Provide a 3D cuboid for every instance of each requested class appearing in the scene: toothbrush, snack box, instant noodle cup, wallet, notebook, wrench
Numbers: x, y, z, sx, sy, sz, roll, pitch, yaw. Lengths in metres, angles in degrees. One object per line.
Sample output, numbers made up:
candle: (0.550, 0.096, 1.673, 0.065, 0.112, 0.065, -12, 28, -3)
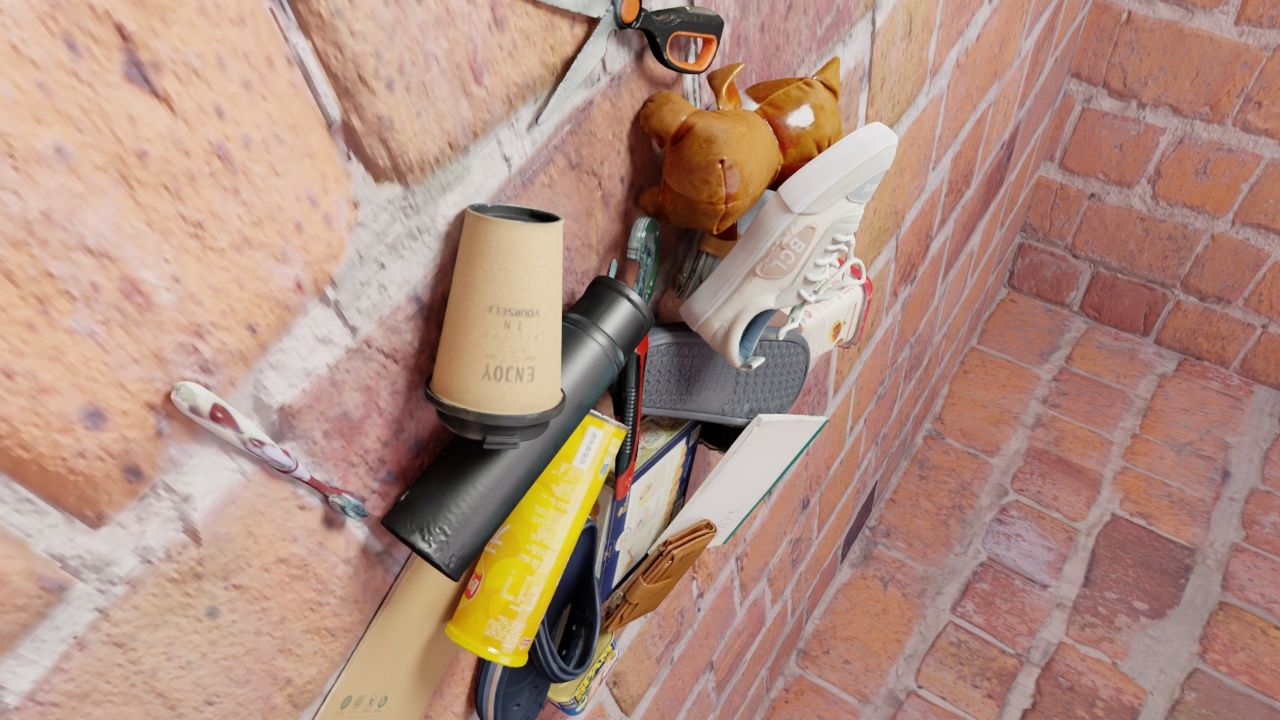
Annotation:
toothbrush: (-0.020, 0.012, 0.798, 0.014, 0.018, 0.189, -37, 140, -33)
toothbrush: (-0.201, 0.057, 0.516, 0.016, 0.017, 0.188, -57, 156, -18)
snack box: (-0.007, 0.151, 0.973, 0.182, 0.046, 0.178, -35, 144, -48)
instant noodle cup: (0.117, 0.034, 1.049, 0.111, 0.111, 0.121, -28, 130, -53)
wallet: (0.020, 0.231, 0.984, 0.132, 0.031, 0.107, -55, 157, 21)
notebook: (0.112, 0.140, 1.022, 0.150, 0.012, 0.209, 6, 126, -51)
wrench: (-0.005, 0.005, 0.792, 0.056, 0.016, 0.274, -49, 149, -56)
notebook: (-0.182, 0.229, 0.740, 0.207, 0.008, 0.148, -60, 156, -9)
instant noodle cup: (0.203, -0.059, 1.124, 0.124, 0.116, 0.117, -31, 142, -31)
wallet: (0.083, -0.109, 0.865, 0.106, 0.037, 0.130, 3, 111, -66)

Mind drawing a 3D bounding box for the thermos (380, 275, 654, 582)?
thermos: (-0.081, 0.049, 0.679, 0.242, 0.068, 0.090, -51, 164, -21)

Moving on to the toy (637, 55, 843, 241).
toy: (0.088, -0.177, 0.756, 0.199, 0.130, 0.140, -25, 141, -24)

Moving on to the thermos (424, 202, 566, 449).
thermos: (-0.087, -0.024, 0.587, 0.092, 0.093, 0.143, -21, 125, -57)

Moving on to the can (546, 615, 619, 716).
can: (-0.069, 0.337, 1.021, 0.101, 0.057, 0.083, -52, 156, -24)

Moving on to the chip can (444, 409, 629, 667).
chip can: (-0.084, 0.137, 0.753, 0.213, 0.072, 0.072, -66, 157, -6)

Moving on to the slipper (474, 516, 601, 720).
slipper: (-0.080, 0.250, 0.862, 0.104, 0.095, 0.253, -20, 132, -54)

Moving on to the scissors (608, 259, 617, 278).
scissors: (-0.041, -0.021, 0.771, 0.134, 0.017, 0.133, -12, 120, -58)

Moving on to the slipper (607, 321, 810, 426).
slipper: (0.066, -0.001, 0.922, 0.267, 0.083, 0.111, 4, 117, -40)

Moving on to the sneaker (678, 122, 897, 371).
sneaker: (0.133, -0.083, 0.756, 0.089, 0.090, 0.243, -24, 160, -52)

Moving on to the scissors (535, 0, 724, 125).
scissors: (-0.001, -0.250, 0.619, 0.220, 0.022, 0.232, 10, 104, -60)
